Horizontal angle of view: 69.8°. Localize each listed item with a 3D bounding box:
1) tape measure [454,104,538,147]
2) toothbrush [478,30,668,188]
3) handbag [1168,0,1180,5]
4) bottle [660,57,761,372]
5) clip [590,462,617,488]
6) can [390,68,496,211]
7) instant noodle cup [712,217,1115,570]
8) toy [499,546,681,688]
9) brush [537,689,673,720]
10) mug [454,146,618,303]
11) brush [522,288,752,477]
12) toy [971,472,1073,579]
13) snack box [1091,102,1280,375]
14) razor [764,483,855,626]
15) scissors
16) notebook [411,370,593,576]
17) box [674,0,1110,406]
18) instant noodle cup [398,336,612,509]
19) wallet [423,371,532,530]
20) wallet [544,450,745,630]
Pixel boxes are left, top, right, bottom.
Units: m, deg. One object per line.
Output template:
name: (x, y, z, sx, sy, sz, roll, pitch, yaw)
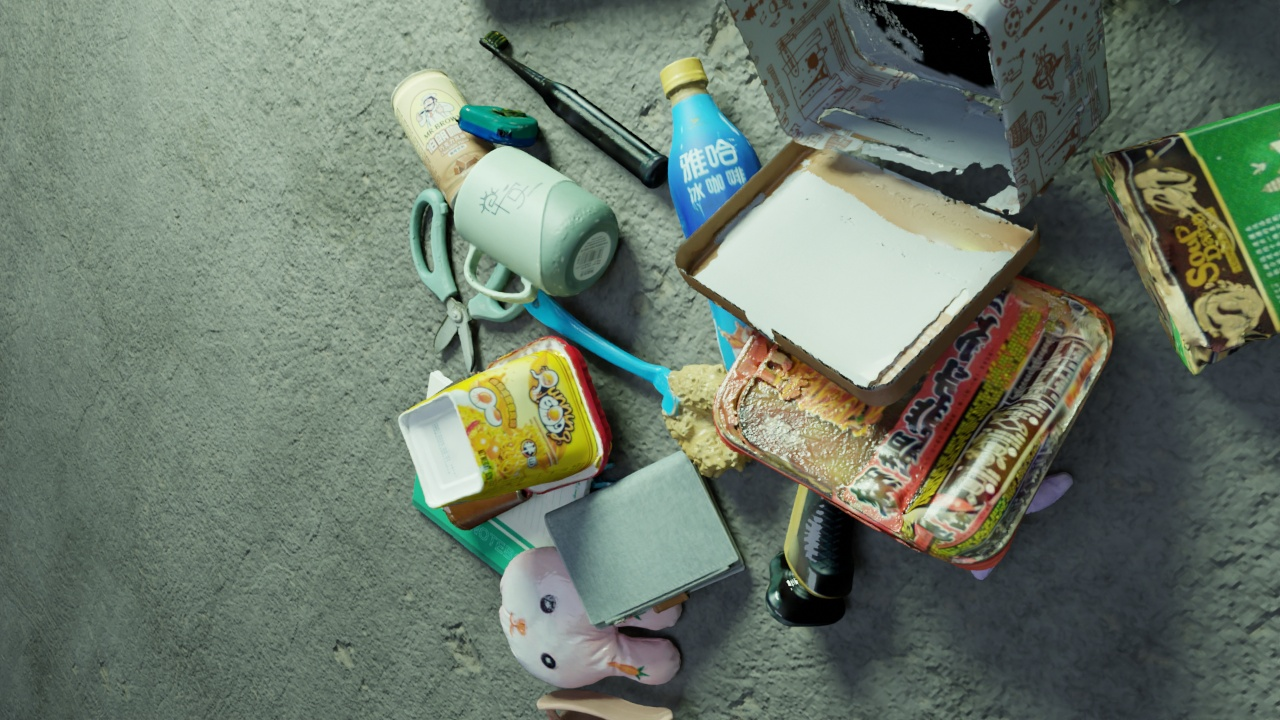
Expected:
tape measure: (-0.110, -0.190, 0.735, 0.058, 0.054, 0.025, 28, 117, 29)
toothbrush: (-0.057, -0.201, 0.714, 0.027, 0.026, 0.212, -46, 66, -3)
handbag: (0.196, -0.264, 0.437, 0.197, 0.144, 0.099, 46, 120, 21)
bottle: (0.060, -0.097, 0.622, 0.065, 0.065, 0.218, -19, 86, 38)
clip: (-0.041, 0.098, 0.767, 0.057, 0.014, 0.045, -11, 91, 40)
can: (-0.158, -0.183, 0.771, 0.059, 0.058, 0.116, -42, 74, 34)
instant noodle cup: (0.153, 0.017, 0.537, 0.189, 0.079, 0.164, 29, 82, 29)
toy: (-0.044, 0.214, 0.757, 0.160, 0.054, 0.121, 3, 102, 18)
brush: (-0.023, 0.314, 0.765, 0.146, 0.063, 0.073, -10, 103, 37)
mug: (-0.085, -0.093, 0.708, 0.106, 0.082, 0.112, 34, 90, 21)
brush: (-0.004, 0.004, 0.701, 0.255, 0.045, 0.083, 33, 124, 28)
toy: (0.198, 0.068, 0.568, 0.108, 0.039, 0.084, 47, 108, 25)
snack box: (0.292, -0.067, 0.436, 0.106, 0.117, 0.118, -23, 87, 25)
razor: (0.124, 0.099, 0.626, 0.067, 0.062, 0.167, -148, 65, -63)
scissors: (-0.161, -0.085, 0.818, 0.171, 0.019, 0.181, -46, 73, 34)
notebook: (-0.133, 0.119, 0.833, 0.209, 0.012, 0.151, 29, 118, 32)
box: (0.106, -0.122, 0.478, 0.197, 0.157, 0.181, -45, 47, -6)
instant noodle cup: (-0.105, 0.053, 0.700, 0.116, 0.123, 0.116, -23, 86, 43)
wallet: (-0.152, 0.082, 0.811, 0.101, 0.032, 0.124, -33, 80, 38)
wallet: (0.004, 0.141, 0.710, 0.130, 0.037, 0.106, -27, 84, 13)
